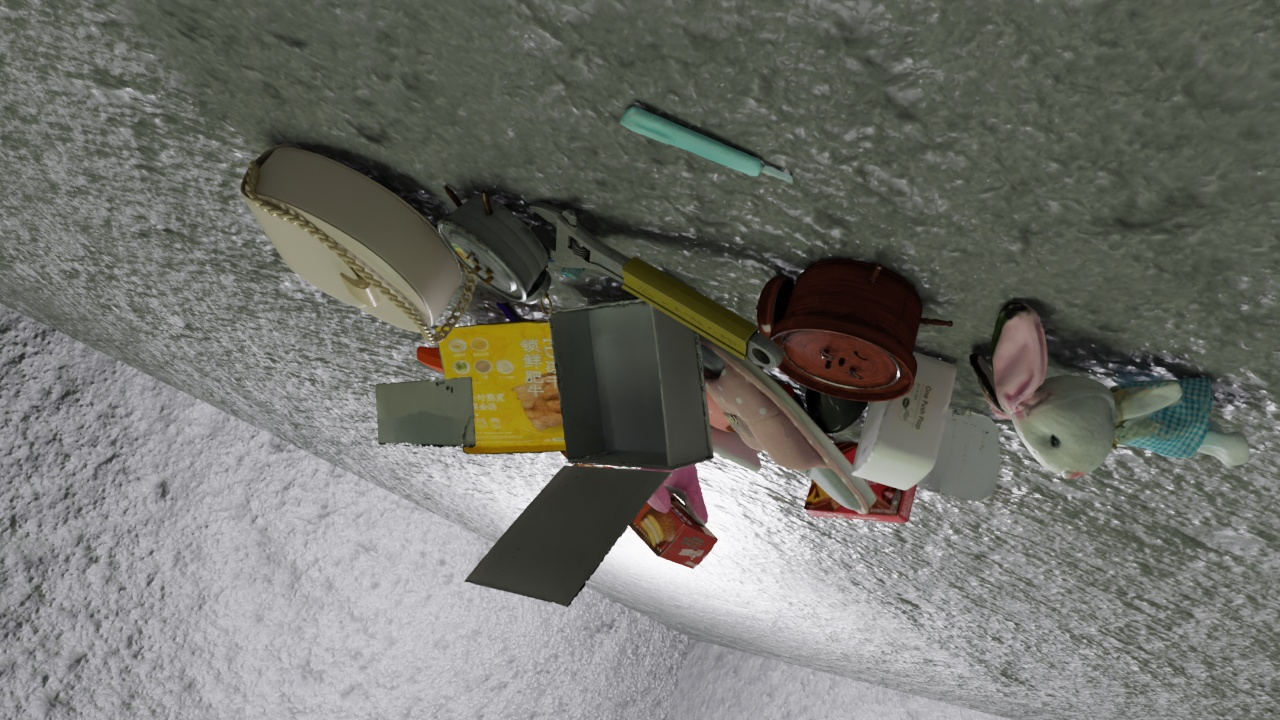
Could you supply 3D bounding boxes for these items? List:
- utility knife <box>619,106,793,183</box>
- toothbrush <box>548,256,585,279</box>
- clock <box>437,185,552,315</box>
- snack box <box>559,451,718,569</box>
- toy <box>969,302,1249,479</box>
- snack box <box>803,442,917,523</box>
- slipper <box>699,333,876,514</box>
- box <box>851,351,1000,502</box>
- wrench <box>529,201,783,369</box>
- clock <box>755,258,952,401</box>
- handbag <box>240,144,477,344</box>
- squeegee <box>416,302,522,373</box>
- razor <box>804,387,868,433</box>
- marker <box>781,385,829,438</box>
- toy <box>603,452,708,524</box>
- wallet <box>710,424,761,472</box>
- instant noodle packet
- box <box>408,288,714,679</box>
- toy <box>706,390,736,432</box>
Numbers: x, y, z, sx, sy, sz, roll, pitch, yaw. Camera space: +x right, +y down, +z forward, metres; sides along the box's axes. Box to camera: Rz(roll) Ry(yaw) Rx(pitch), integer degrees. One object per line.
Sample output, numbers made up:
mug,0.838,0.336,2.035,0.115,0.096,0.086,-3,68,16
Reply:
utility knife,0.047,-0.146,0.637,0.129,0.015,0.022,21,164,-4
toothbrush,-0.119,-0.104,0.900,0.135,0.017,0.021,17,157,11
clock,-0.127,-0.094,0.846,0.104,0.056,0.148,19,156,52
snack box,-0.005,0.187,1.290,0.236,0.060,0.113,42,-176,35
toy,0.352,0.050,0.703,0.205,0.105,0.131,20,163,9
snack box,0.251,0.135,1.033,0.021,0.089,0.133,34,156,-30
slipper,0.134,0.070,0.932,0.274,0.054,0.114,44,173,-12
box,0.272,0.072,0.829,0.137,0.108,0.124,19,160,8
wrench,0.005,-0.064,0.774,0.273,0.018,0.084,33,156,23
clock,0.159,-0.024,0.750,0.120,0.072,0.158,32,156,-26
handbag,-0.282,-0.121,0.931,0.208,0.103,0.211,28,160,6
squeegee,-0.207,-0.003,1.182,0.185,0.055,0.250,4,155,21
razor,0.188,0.024,0.882,0.064,0.053,0.141,41,163,26
marker,0.184,0.069,1.025,0.021,0.023,0.145,15,160,38
toy,0.028,0.106,1.184,0.265,0.128,0.186,46,-168,-51
wallet,0.087,0.085,1.079,0.116,0.086,0.032,32,118,-21
instant noodle packet,-0.148,0.022,1.106,0.163,0.084,0.222,-1,144,0
box,-0.053,0.107,0.860,0.150,0.368,0.167,38,154,-32
toy,0.088,0.046,1.022,0.110,0.051,0.090,25,162,-9
